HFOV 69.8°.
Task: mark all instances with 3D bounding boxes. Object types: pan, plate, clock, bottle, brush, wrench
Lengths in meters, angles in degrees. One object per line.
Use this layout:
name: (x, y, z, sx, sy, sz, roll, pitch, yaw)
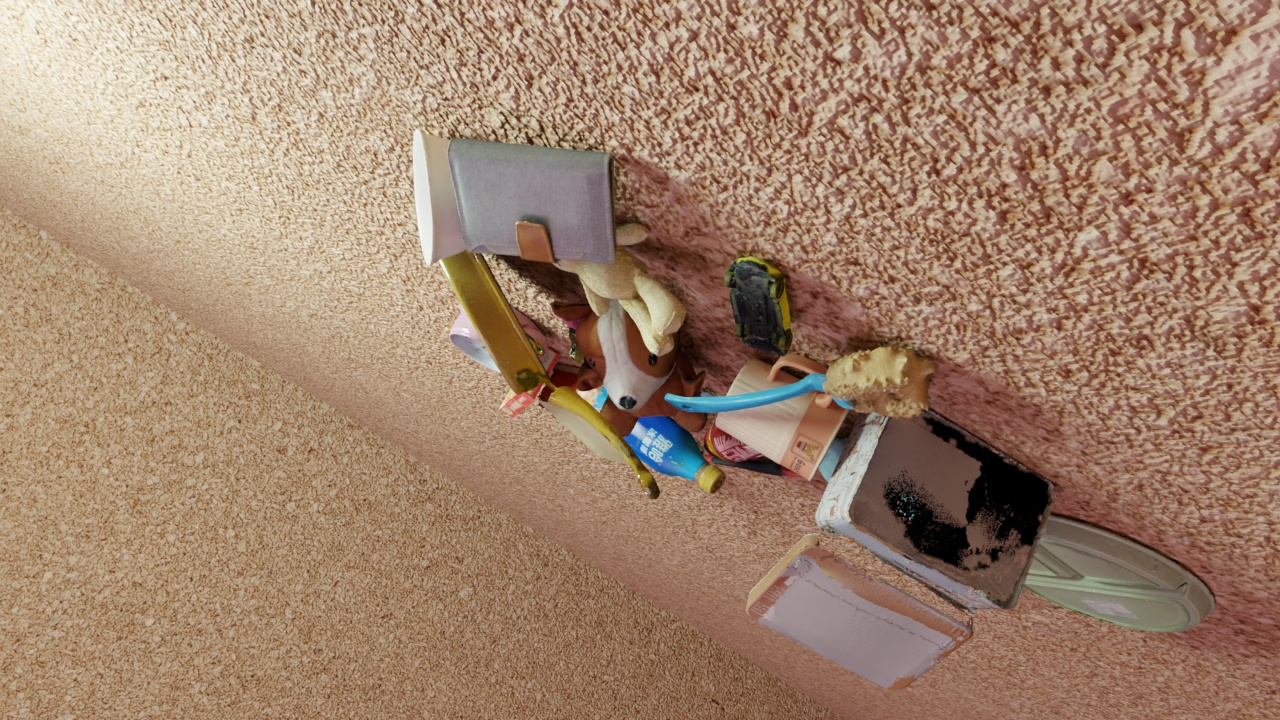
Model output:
pan: (-0.099, -0.001, 0.904, 0.357, 0.078, 0.198, 59, 175, 20)
plate: (0.454, 0.219, 0.940, 0.230, 0.027, 0.230, 26, 162, 9)
clock: (-0.177, -0.031, 1.153, 0.117, 0.059, 0.159, 36, 158, -22)
bottle: (0.012, 0.089, 1.113, 0.219, 0.065, 0.065, 34, 166, 31)
bottle: (0.120, 0.081, 1.017, 0.057, 0.057, 0.175, 33, 161, -10)
brush: (0.133, 0.029, 0.800, 0.255, 0.045, 0.083, -8, 150, 33)
wrench: (0.113, 0.130, 1.197, 0.056, 0.016, 0.274, 4, 180, -43)

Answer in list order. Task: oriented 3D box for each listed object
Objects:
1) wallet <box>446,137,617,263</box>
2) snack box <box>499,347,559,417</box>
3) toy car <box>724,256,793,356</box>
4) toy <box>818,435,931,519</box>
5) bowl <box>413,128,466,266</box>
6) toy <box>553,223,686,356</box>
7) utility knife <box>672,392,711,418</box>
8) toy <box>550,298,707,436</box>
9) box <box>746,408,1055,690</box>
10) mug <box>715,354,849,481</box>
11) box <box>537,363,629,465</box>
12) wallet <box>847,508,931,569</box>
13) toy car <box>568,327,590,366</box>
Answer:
wallet: (-0.085, -0.122, 0.733, 0.130, 0.036, 0.107, 7, 134, 10)
snack box: (-0.153, 0.031, 1.253, 0.025, 0.075, 0.153, 32, 161, -9)
toy car: (0.102, -0.047, 0.757, 0.048, 0.032, 0.105, 18, 147, 31)
toy: (0.250, 0.124, 0.953, 0.156, 0.049, 0.161, 6, 149, 36)
bowl: (-0.161, -0.145, 0.810, 0.064, 0.118, 0.118, -7, 170, -18)
toy: (-0.022, -0.068, 0.788, 0.157, 0.066, 0.105, 45, 139, 21)
utility knife: (0.048, 0.055, 1.130, 0.031, 0.021, 0.205, 27, 158, -13)
toy: (-0.005, 0.005, 0.916, 0.140, 0.130, 0.200, -5, 141, 10)
box: (0.236, 0.181, 0.842, 0.179, 0.271, 0.134, 29, -168, -4)
mug: (0.140, 0.044, 0.873, 0.106, 0.081, 0.115, 29, 133, 14)
box: (-0.065, 0.084, 1.261, 0.091, 0.076, 0.168, 11, 154, 42)
wallet: (0.319, 0.227, 1.149, 0.115, 0.033, 0.090, 16, 155, 36)
toy car: (-0.049, -0.011, 1.054, 0.070, 0.042, 0.158, 28, 164, 6)
